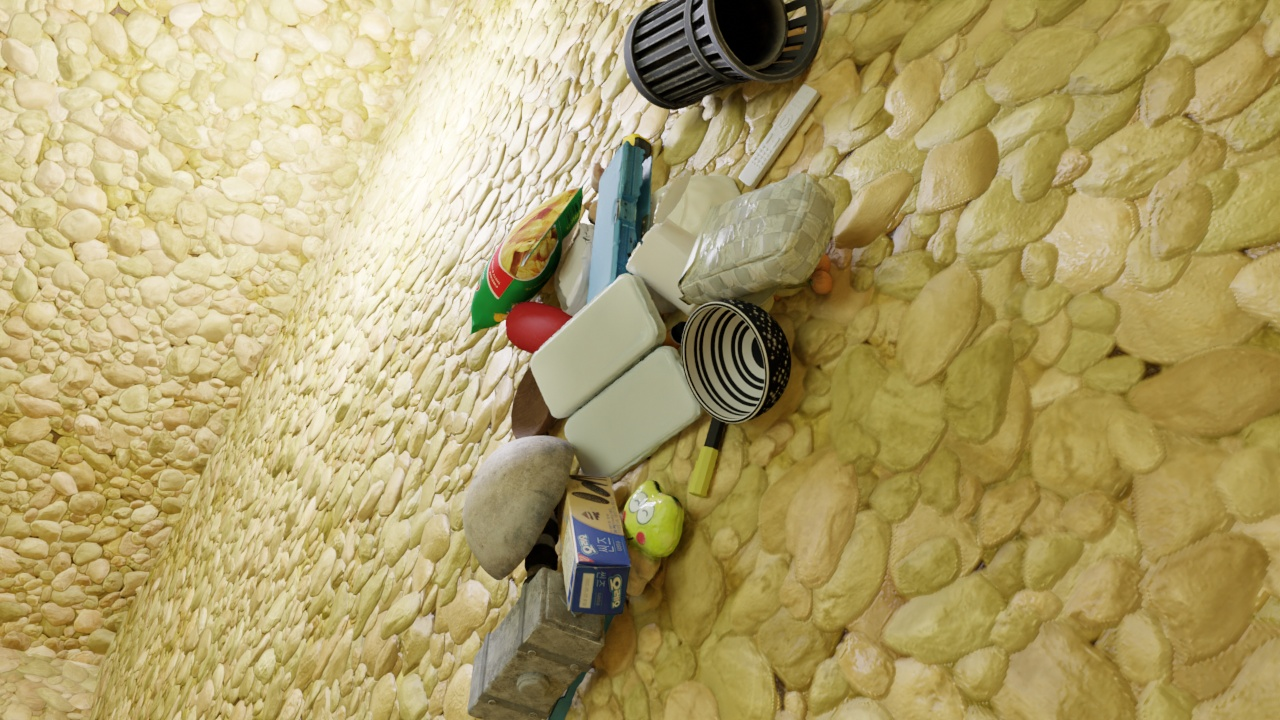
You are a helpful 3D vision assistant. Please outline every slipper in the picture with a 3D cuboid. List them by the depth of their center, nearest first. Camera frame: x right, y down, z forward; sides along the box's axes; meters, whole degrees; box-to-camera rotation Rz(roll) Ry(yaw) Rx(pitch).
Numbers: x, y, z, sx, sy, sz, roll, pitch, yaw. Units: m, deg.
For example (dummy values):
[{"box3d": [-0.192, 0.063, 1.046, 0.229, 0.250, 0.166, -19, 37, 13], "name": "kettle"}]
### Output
[{"box3d": [-0.070, -0.123, 1.253, 0.112, 0.074, 0.246, -47, 24, 15], "name": "slipper"}]

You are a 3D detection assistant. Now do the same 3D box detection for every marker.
[{"box3d": [0.074, 0.080, 0.946, 0.021, 0.017, 0.123, -7, 61, 54], "name": "marker"}]

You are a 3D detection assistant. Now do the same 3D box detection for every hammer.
[{"box3d": [-0.114, 0.237, 1.050, 0.177, 0.079, 0.325, -55, 21, 29], "name": "hammer"}]

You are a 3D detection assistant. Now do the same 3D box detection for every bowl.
[{"box3d": [0.104, -0.004, 0.904, 0.120, 0.066, 0.120, 21, 118, 47], "name": "bowl"}, {"box3d": [-0.154, 0.154, 1.052, 0.179, 0.081, 0.178, -51, 18, 24], "name": "bowl"}, {"box3d": [0.039, -0.156, 1.132, 0.220, 0.060, 0.188, 14, 79, 59], "name": "bowl"}, {"box3d": [-0.136, 0.058, 1.256, 0.118, 0.030, 0.117, -33, 47, 45], "name": "bowl"}]

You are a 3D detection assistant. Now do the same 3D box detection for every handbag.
[{"box3d": [0.128, -0.105, 0.907, 0.172, 0.123, 0.112, -14, 47, 57], "name": "handbag"}]

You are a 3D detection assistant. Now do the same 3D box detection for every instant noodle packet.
[{"box3d": [-0.174, -0.149, 1.379, 0.254, 0.090, 0.195, -42, 14, 48], "name": "instant noodle packet"}]

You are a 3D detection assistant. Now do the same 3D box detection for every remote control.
[{"box3d": [0.162, -0.260, 1.070, 0.131, 0.012, 0.033, -55, 34, 15], "name": "remote control"}]

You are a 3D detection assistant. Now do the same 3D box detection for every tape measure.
[{"box3d": [-0.015, -0.299, 1.338, 0.064, 0.037, 0.065, 23, 87, 59], "name": "tape measure"}]

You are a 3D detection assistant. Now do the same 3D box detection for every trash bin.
[{"box3d": [0.090, -0.407, 1.151, 0.228, 0.164, 0.164, 5, 71, 61], "name": "trash bin"}]

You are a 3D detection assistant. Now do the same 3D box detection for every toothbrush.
[{"box3d": [-0.058, 0.313, 0.973, 0.166, 0.016, 0.014, -64, 28, -1], "name": "toothbrush"}]

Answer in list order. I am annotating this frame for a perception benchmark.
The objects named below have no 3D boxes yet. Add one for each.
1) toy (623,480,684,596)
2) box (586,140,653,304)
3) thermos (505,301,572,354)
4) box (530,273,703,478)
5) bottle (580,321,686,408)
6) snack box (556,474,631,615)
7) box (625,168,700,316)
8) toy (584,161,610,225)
[{"box3d": [0.006, 0.185, 0.946, 0.092, 0.046, 0.115, 32, 103, 61], "name": "toy"}, {"box3d": [-0.023, -0.158, 1.139, 0.093, 0.052, 0.231, 129, 150, -51], "name": "box"}, {"box3d": [-0.109, -0.033, 1.248, 0.240, 0.073, 0.073, 18, 82, 58], "name": "thermos"}, {"box3d": [-0.034, 0.027, 1.048, 0.209, 0.037, 0.188, -36, 68, 39], "name": "box"}, {"box3d": [-0.006, 0.006, 1.079, 0.182, 0.059, 0.059, -35, 41, 38], "name": "bottle"}, {"box3d": [-0.051, 0.186, 0.957, 0.206, 0.057, 0.056, -116, 34, -71], "name": "snack box"}, {"box3d": [0.056, -0.126, 1.004, 0.080, 0.106, 0.151, -51, -6, -39], "name": "box"}, {"box3d": [-0.049, -0.232, 1.304, 0.106, 0.085, 0.074, -43, 14, 46], "name": "toy"}]
